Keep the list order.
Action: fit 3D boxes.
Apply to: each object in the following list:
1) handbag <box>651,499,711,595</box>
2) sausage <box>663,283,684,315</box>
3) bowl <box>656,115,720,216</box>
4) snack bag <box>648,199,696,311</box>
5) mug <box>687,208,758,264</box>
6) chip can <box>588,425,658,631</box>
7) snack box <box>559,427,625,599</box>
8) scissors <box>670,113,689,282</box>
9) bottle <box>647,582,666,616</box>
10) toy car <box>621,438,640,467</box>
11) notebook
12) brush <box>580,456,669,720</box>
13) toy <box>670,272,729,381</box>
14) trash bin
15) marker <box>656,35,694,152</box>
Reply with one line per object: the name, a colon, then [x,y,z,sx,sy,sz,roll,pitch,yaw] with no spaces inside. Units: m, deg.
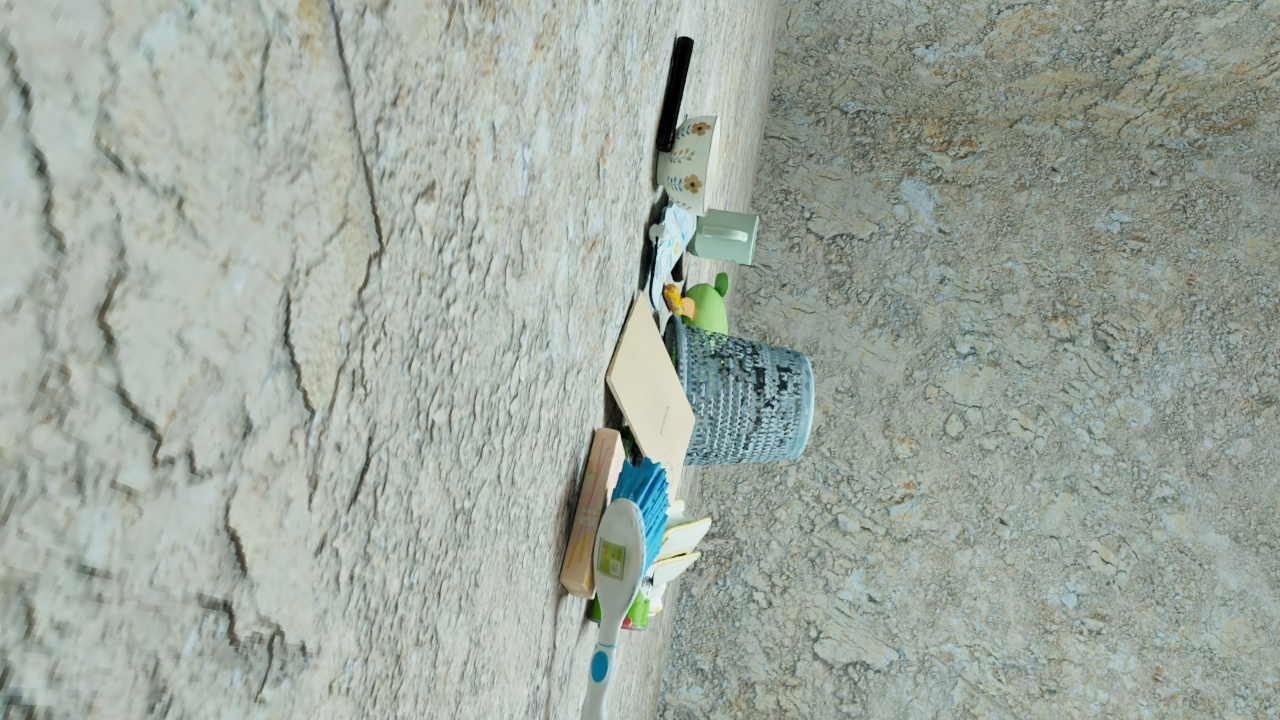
handbag: [0.015,0.278,1.219,0.163,0.063,0.179,9,109,-62]
sausage: [0.050,-0.088,1.346,0.165,0.021,0.021,52,48,-80]
bowl: [0.053,-0.226,1.052,0.113,0.062,0.113,11,88,-84]
snack bag: [0.036,-0.147,1.117,0.190,0.039,0.110,-65,168,-57]
mug: [0.132,-0.203,1.486,0.111,0.106,0.082,-27,127,-81]
chip can: [-0.006,0.200,1.104,0.072,0.072,0.236,58,42,-78]
snack box: [-0.046,0.155,0.924,0.084,0.026,0.157,81,20,-67]
scissors: [0.056,-0.217,1.262,0.222,0.022,0.221,-32,125,-83]
bottle: [0.010,0.337,1.416,0.063,0.063,0.108,48,52,-80]
toy car: [-0.021,0.127,1.033,0.043,0.036,0.091,-74,169,-47]
notebook: [0.016,0.045,1.041,0.147,0.008,0.208,-71,147,-45]
brush: [-0.025,0.246,0.914,0.109,0.060,0.315,-58,159,-54]
toy: [0.099,-0.027,1.534,0.227,0.090,0.246,68,27,-56]
trash bin: [0.127,0.056,1.269,0.226,0.195,0.226,-177,-88,-85]
marker: [0.037,-0.295,1.015,0.022,0.020,0.132,22,77,-52]
